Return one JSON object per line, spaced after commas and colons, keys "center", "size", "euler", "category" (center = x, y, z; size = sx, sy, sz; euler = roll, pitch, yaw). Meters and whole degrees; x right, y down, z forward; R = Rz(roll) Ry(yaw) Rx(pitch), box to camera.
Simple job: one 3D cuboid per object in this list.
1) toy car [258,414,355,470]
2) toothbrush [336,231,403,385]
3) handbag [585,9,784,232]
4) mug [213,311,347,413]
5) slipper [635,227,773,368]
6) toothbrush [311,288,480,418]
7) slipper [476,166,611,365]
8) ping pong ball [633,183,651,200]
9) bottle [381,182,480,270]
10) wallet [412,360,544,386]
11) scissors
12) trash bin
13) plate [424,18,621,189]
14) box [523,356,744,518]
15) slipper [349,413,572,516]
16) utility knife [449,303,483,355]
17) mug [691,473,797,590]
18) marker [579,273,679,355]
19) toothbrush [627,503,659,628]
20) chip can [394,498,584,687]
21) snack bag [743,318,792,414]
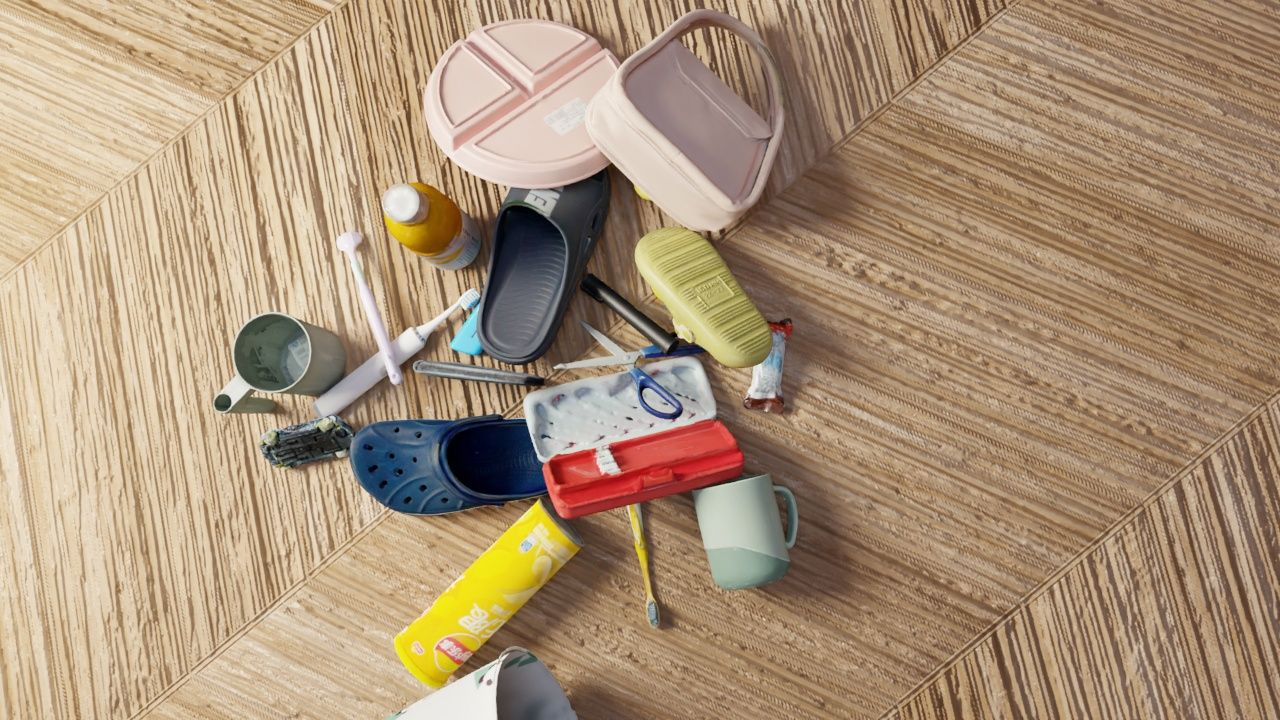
{"center": [-0.362, 0.087, 1.004], "size": [0.105, 0.031, 0.049], "euler": [-13, 129, 5], "category": "toy car"}
{"center": [-0.295, -0.057, 1.008], "size": [0.029, 0.021, 0.189], "euler": [-23, 74, 1], "category": "toothbrush"}
{"center": [0.071, -0.271, 0.965], "size": [0.193, 0.094, 0.233], "euler": [40, 66, -15], "category": "handbag"}
{"center": [-0.386, 0.010, 0.982], "size": [0.083, 0.103, 0.124], "euler": [45, 90, 6], "category": "mug"}
{"center": [0.058, -0.055, 0.965], "size": [0.091, 0.082, 0.190], "euler": [-21, 62, -34], "category": "slipper"}
{"center": [-0.268, -0.009, 1.015], "size": [0.221, 0.027, 0.026], "euler": [-38, 64, -1], "category": "toothbrush"}
{"center": [-0.104, -0.127, 0.975], "size": [0.110, 0.083, 0.268], "euler": [16, 81, 0], "category": "slipper"}
{"center": [0.013, -0.196, 1.006], "size": [0.040, 0.040, 0.040], "euler": [0, 85, 4], "category": "ping pong ball"}
{"center": [-0.215, -0.139, 0.941], "size": [0.068, 0.189, 0.068], "euler": [0, 86, 4], "category": "bottle"}
{"center": [-0.167, 0.015, 0.970], "size": [0.121, 0.097, 0.019], "euler": [7, 89, 5], "category": "wallet"}
{"center": [-0.002, 0.003, 0.974], "size": [0.175, 0.012, 0.162], "euler": [-15, 50, -14], "category": "scissors"}
{"center": [-0.193, 0.432, 0.879], "size": [0.252, 0.229, 0.229], "euler": [-25, 84, 6], "category": "trash bin"}
{"center": [-0.116, -0.284, 0.986], "size": [0.229, 0.028, 0.229], "euler": [3, 63, -6], "category": "plate"}
{"center": [-0.008, 0.079, 0.947], "size": [0.201, 0.060, 0.160], "euler": [-12, 53, -14], "category": "box"}
{"center": [-0.185, 0.110, 0.967], "size": [0.253, 0.095, 0.105], "euler": [-2, 82, 0], "category": "slipper"}
{"center": [-0.146, -0.086, 1.018], "size": [0.034, 0.018, 0.191], "euler": [32, 86, 7], "category": "utility knife"}
{"center": [0.117, 0.174, 0.951], "size": [0.111, 0.082, 0.106], "euler": [-10, 83, -28], "category": "mug"}
{"center": [-0.013, -0.050, 0.988], "size": [0.132, 0.020, 0.022], "euler": [39, 63, 21], "category": "marker"}
{"center": [-0.001, 0.191, 0.982], "size": [0.016, 0.018, 0.191], "euler": [-10, 84, 1], "category": "toothbrush"}
{"center": [-0.157, 0.243, 0.962], "size": [0.213, 0.072, 0.072], "euler": [-43, 84, -1], "category": "chip can"}
{"center": [0.138, 0.004, 0.986], "size": [0.045, 0.026, 0.105], "euler": [7, 86, -5], "category": "snack bag"}
